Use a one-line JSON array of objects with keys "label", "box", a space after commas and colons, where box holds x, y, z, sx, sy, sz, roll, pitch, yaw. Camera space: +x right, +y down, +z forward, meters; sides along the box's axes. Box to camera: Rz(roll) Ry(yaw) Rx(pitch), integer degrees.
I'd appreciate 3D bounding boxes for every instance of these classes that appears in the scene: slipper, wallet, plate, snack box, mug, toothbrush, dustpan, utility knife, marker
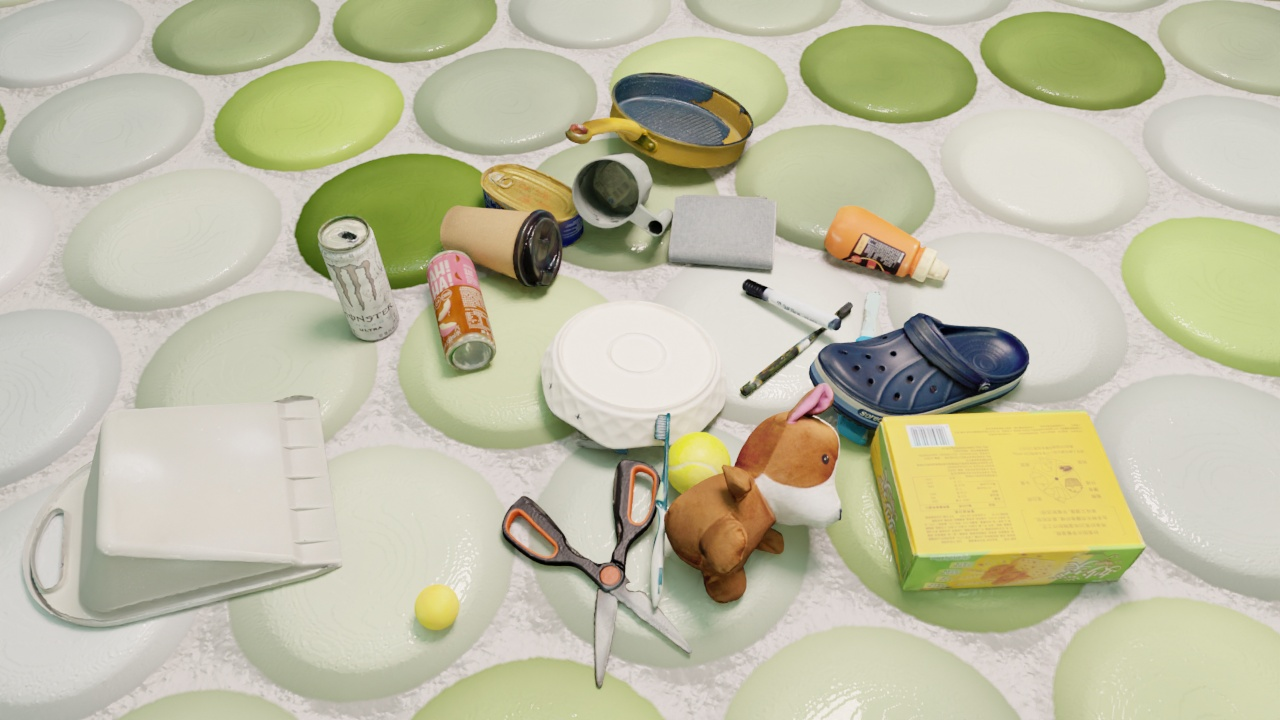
[{"label": "slipper", "box": [0.304, 0.003, 0.956, 0.252, 0.095, 0.105, -7, 45, -19]}, {"label": "wallet", "box": [0.104, -0.162, 1.147, 0.130, 0.037, 0.106, 5, 62, 6]}, {"label": "plate", "box": [-0.006, 0.006, 0.987, 0.205, 0.046, 0.204, 4, 44, -4]}, {"label": "snack box", "box": [0.341, 0.132, 0.879, 0.210, 0.070, 0.157, -2, 50, -1]}, {"label": "mug", "box": [-0.016, -0.202, 1.138, 0.124, 0.084, 0.103, 35, 21, -3]}, {"label": "toothbrush", "box": [0.017, 0.137, 0.870, 0.018, 0.016, 0.191, 6, 64, -2]}, {"label": "dustpan", "box": [-0.458, 0.154, 0.915, 0.257, 0.143, 0.222, 6, 44, -33]}, {"label": "utility knife", "box": [0.250, -0.001, 1.022, 0.034, 0.018, 0.222, 18, 53, 2]}, {"label": "marker", "box": [0.174, -0.064, 1.063, 0.131, 0.023, 0.018, 29, 68, 31]}, {"label": "toothbrush", "box": [0.179, -0.015, 1.036, 0.185, 0.017, 0.012, -36, 75, -26]}]

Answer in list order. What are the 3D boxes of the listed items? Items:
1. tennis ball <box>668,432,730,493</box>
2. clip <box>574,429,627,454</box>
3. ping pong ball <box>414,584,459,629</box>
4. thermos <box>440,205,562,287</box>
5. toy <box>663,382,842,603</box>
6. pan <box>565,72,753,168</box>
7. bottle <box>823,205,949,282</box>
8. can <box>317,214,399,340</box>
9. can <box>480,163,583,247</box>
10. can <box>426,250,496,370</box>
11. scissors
[{"label": "tennis ball", "box": [0.057, 0.104, 0.910, 0.065, 0.066, 0.065, -1, 51, 0]}, {"label": "clip", "box": [-0.040, 0.083, 0.957, 0.058, 0.026, 0.036, 6, 58, 11]}, {"label": "ping pong ball", "box": [-0.184, 0.223, 0.832, 0.040, 0.040, 0.040, -1, 51, 0]}, {"label": "thermos", "box": [-0.166, -0.144, 1.108, 0.143, 0.093, 0.092, 14, 52, 23]}, {"label": "toy", "box": [0.119, 0.122, 0.844, 0.130, 0.140, 0.199, 33, 65, 22]}, {"label": "pan", "box": [0.013, -0.306, 1.180, 0.198, 0.078, 0.356, 33, 42, 19]}, {"label": "bottle", "box": [0.300, -0.134, 1.107, 0.149, 0.067, 0.066, 26, 55, 12]}, {"label": "can", "box": [-0.312, -0.090, 1.022, 0.058, 0.147, 0.058, 0, 51, 0]}, {"label": "can", "box": [-0.138, -0.199, 1.172, 0.148, 0.049, 0.074, 28, 56, 22]}, {"label": "can", "box": [-0.207, -0.058, 1.052, 0.058, 0.058, 0.147, -14, 52, -10]}, {"label": "scissors", "box": [-0.037, 0.189, 0.874, 0.232, 0.022, 0.220, 17, 58, 16]}]
